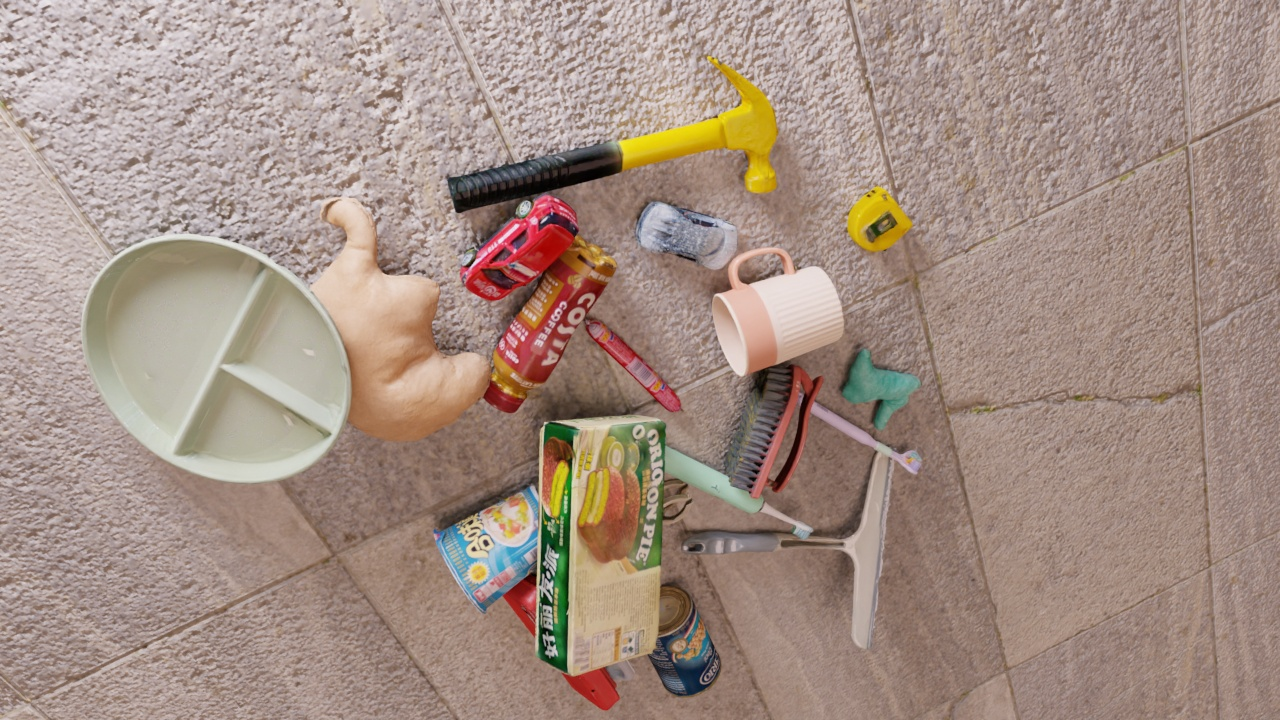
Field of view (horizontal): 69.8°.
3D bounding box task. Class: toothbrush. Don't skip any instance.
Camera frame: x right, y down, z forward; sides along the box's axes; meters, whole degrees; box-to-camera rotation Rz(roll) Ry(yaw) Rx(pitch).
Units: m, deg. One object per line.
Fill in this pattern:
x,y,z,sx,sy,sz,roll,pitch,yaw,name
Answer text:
0.101,0.144,1.001,0.224,0.026,0.027,28,101,-20,toothbrush
0.239,0.078,1.019,0.189,0.029,0.021,28,143,-20,toothbrush

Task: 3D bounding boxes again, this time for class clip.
0.010,0.163,0.996,0.098,0.034,0.064,-30,122,9,clip

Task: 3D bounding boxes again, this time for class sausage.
-0.005,0.005,0.918,0.020,0.020,0.156,-42,120,6,sausage

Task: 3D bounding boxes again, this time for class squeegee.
0.162,0.213,1.061,0.246,0.039,0.246,3,98,-13,squeegee

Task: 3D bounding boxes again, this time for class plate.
-0.351,0.002,0.770,0.230,0.027,0.230,2,115,5,plate

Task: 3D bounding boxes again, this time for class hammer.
-0.020,-0.181,0.813,0.300,0.033,0.129,-16,119,-9,hammer

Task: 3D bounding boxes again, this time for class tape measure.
0.237,-0.137,0.914,0.057,0.029,0.060,-44,119,8,tape measure

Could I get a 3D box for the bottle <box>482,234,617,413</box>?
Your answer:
-0.089,-0.031,0.852,0.057,0.057,0.175,26,106,-26,bottle

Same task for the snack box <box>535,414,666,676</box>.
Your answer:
-0.039,0.176,0.902,0.114,0.063,0.240,-3,96,-41,snack box

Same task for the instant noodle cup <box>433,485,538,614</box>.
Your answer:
-0.137,0.185,0.930,0.110,0.099,0.099,-31,120,-8,instant noodle cup

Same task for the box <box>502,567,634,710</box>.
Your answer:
-0.079,0.292,1.008,0.068,0.091,0.201,-45,124,-25,box

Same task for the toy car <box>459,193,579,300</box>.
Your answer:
-0.107,-0.095,0.806,0.121,0.045,0.053,-36,139,24,toy car

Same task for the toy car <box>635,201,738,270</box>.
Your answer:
0.047,-0.116,0.866,0.105,0.031,0.049,12,113,-23,toy car

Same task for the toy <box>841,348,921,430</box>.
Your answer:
0.263,0.034,1.008,0.092,0.030,0.097,8,119,-18,toy

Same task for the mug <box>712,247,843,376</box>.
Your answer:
0.130,-0.055,0.898,0.106,0.081,0.114,-19,102,-9,mug

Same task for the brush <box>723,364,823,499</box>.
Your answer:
0.143,0.072,0.971,0.069,0.063,0.146,15,109,-10,brush

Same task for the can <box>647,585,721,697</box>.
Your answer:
0.041,0.323,1.058,0.075,0.075,0.111,-25,120,-4,can

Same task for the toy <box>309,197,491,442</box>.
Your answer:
-0.234,-0.027,0.804,0.143,0.082,0.226,-29,116,-2,toy
